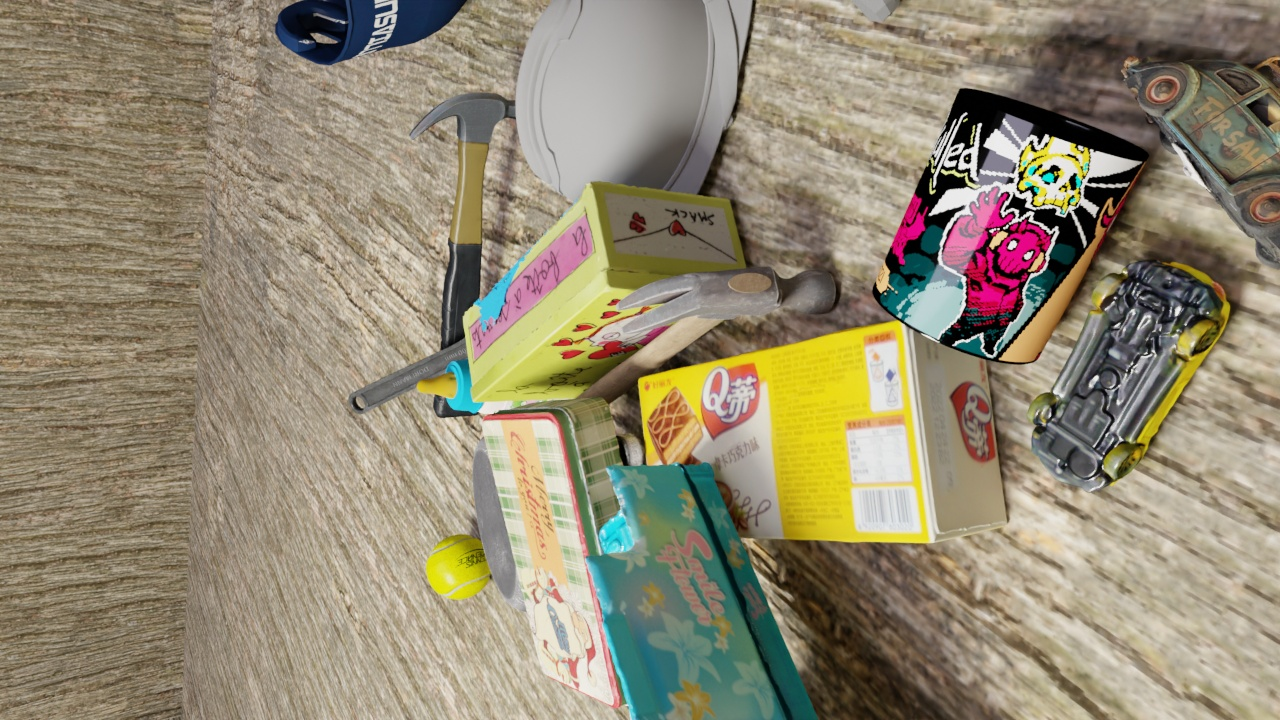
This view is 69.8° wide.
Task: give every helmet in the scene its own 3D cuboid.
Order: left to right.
[{"bbox_3d":[-0.277,-0.439,0.900,0.272,0.222,0.233,42,146,10],"label":"helmet"},{"bbox_3d":[-0.029,-0.207,0.652,0.183,0.117,0.272,42,123,47],"label":"helmet"}]

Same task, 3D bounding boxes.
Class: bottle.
[{"bbox_3d":[-0.115,0.019,0.761,0.051,0.146,0.051,4,94,55],"label":"bottle"}]

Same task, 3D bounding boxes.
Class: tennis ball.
[{"bbox_3d":[-0.186,0.212,0.944,0.065,0.065,0.065,4,94,55],"label":"tennis ball"}]

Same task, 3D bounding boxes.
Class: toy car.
[{"bbox_3d":[0.207,0.008,0.396,0.049,0.030,0.107,46,125,43],"label":"toy car"},{"bbox_3d":[0.230,-0.083,0.345,0.047,0.047,0.111,-38,55,28],"label":"toy car"}]

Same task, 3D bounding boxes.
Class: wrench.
[{"bbox_3d":[-0.193,0.002,0.893,0.274,0.018,0.073,-23,100,30],"label":"wrench"}]

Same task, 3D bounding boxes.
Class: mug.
[{"bbox_3d":[0.161,-0.069,0.428,0.117,0.082,0.098,-97,23,-62],"label":"mug"}]

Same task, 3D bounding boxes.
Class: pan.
[{"bbox_3d":[-0.080,0.117,0.761,0.358,0.055,0.187,136,121,-63],"label":"pan"}]

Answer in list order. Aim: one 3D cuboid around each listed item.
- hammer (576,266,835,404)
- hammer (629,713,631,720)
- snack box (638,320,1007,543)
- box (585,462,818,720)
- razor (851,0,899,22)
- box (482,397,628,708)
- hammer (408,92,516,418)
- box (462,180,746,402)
[{"bbox_3d":[-0.004,0.004,0.660,0.332,0.119,0.030,146,119,-60],"label":"hammer"},{"bbox_3d":[0.069,0.190,0.568,0.301,0.037,0.217,-14,80,62],"label":"hammer"},{"bbox_3d":[0.091,0.046,0.539,0.231,0.061,0.110,-14,81,55],"label":"snack box"},{"bbox_3d":[0.013,0.171,0.485,0.098,0.121,0.226,-46,54,36],"label":"box"},{"bbox_3d":[0.104,-0.257,0.515,0.156,0.060,0.057,57,180,15],"label":"razor"},{"bbox_3d":[-0.049,0.130,0.642,0.118,0.049,0.205,-5,98,52],"label":"box"},{"bbox_3d":[-0.170,-0.091,0.885,0.025,0.117,0.334,-129,43,-52],"label":"hammer"},{"bbox_3d":[-0.033,-0.037,0.665,0.222,0.124,0.080,-35,61,49],"label":"box"}]
